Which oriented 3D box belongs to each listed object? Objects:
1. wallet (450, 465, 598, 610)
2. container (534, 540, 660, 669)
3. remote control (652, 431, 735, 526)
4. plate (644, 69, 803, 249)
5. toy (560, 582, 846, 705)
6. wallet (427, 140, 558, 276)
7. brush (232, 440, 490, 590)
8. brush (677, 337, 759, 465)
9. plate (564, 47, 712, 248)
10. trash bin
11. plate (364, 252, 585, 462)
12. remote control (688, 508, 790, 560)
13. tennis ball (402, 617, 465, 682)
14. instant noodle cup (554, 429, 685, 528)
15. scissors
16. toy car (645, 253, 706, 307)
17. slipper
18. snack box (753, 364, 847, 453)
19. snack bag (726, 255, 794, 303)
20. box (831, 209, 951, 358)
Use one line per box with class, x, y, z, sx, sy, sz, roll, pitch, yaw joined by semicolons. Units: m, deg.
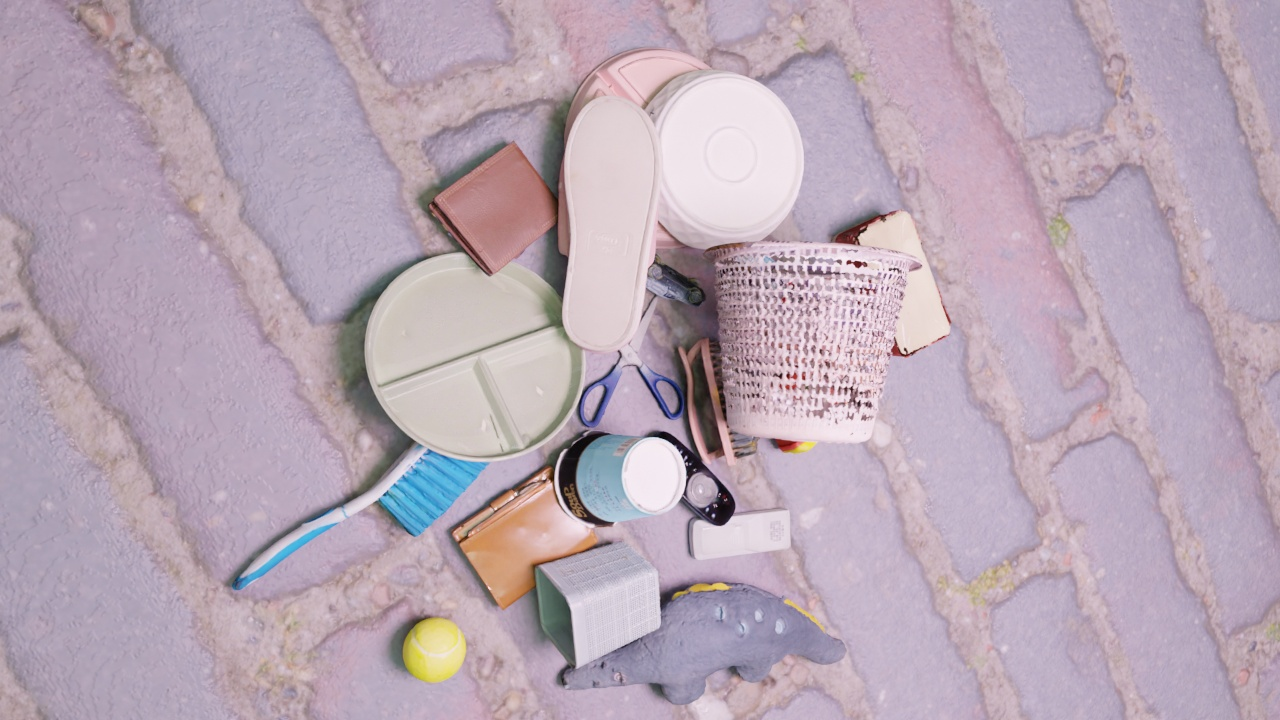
wallet;-0.125;0.193;1.005;0.131;0.031;0.108;-34;103;-15
container;-0.043;0.258;0.991;0.111;0.090;0.090;-14;114;-26
remote control;0.055;0.138;1.062;0.136;0.024;0.053;46;60;-12
plate;0.094;-0.225;1.027;0.204;0.046;0.205;-1;92;-18
toy;0.086;0.321;1.054;0.356;0.091;0.138;-3;120;-17
wallet;-0.148;-0.161;0.979;0.124;0.032;0.101;-44;103;-25
brush;-0.268;0.148;0.949;0.109;0.060;0.314;44;83;-13
brush;0.088;0.046;1.056;0.073;0.063;0.145;-14;95;13
plate;0.027;-0.243;1.043;0.229;0.028;0.229;-1;92;-19
trash bin;0.172;-0.015;0.961;0.227;0.228;0.192;4;89;-18
plate;-0.168;-0.004;0.951;0.230;0.028;0.229;9;67;-21
remote control;0.119;0.206;1.088;0.124;0.024;0.049;-4;93;-18
tennis ball;-0.216;0.303;0.961;0.065;0.065;0.065;0;92;-18
instant noodle cup;-0.015;0.126;0.978;0.111;0.121;0.111;6;80;-33
scissors;-0.010;0.008;1.047;0.162;0.012;0.175;37;80;-14
toy car;0.033;-0.088;1.043;0.090;0.043;0.034;28;110;-14
slipper;-0.034;-0.144;0.982;0.114;0.054;0.274;3;90;7
snack box;0.186;0.055;1.080;0.091;0.082;0.080;-42;89;-13
snack bag;0.144;-0.108;1.085;0.104;0.026;0.048;31;75;-15
box;0.311;-0.093;1.112;0.091;0.077;0.168;-26;100;-15
